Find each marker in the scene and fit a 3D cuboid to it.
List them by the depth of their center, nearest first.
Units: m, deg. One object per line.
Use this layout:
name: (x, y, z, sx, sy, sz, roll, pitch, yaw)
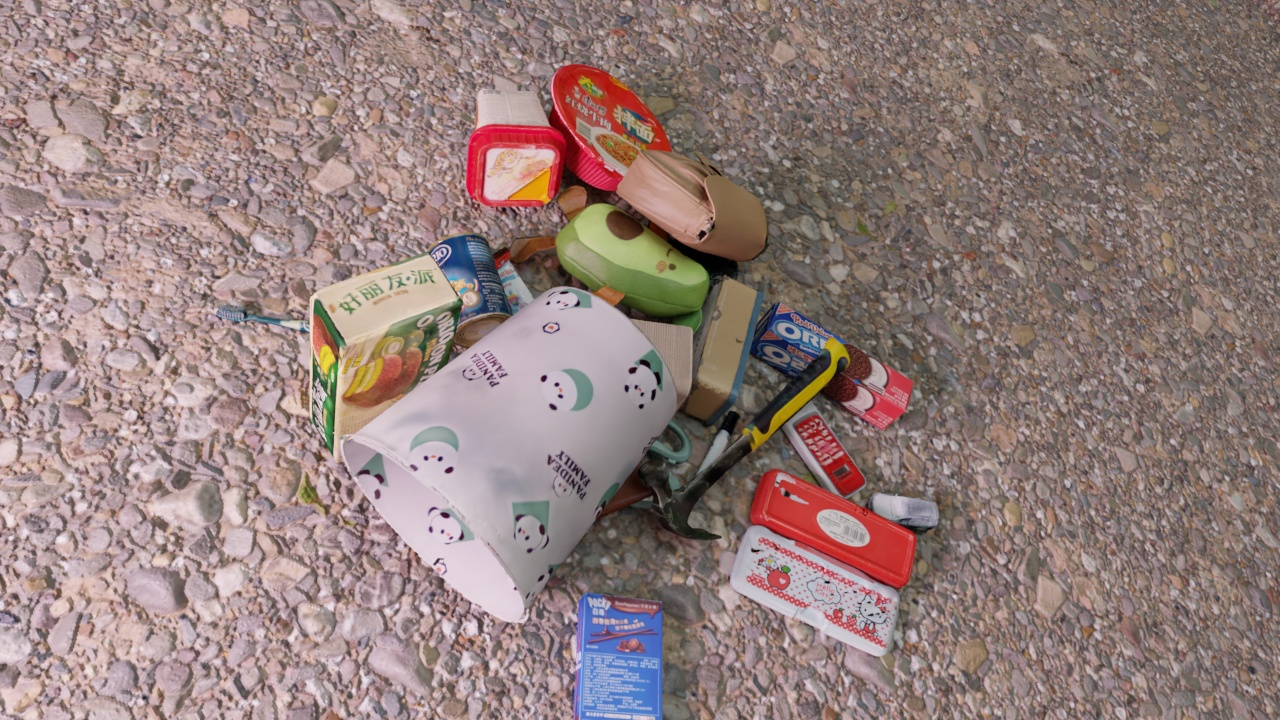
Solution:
marker: (0.085, 0.112, 1.069, 0.018, 0.023, 0.130, 26, 57, 8)

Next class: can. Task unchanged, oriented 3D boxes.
can: (-0.192, -0.078, 1.035, 0.075, 0.075, 0.111, -11, 67, -26)

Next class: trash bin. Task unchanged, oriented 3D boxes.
trash bin: (-0.111, 0.076, 0.872, 0.229, 0.230, 0.251, 42, 61, 5)

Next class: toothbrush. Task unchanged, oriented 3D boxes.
toothbrush: (-0.353, -0.037, 0.985, 0.191, 0.018, 0.016, 9, 59, -16)

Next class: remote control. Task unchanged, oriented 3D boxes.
remote control: (0.221, 0.108, 1.123, 0.055, 0.020, 0.136, -24, 73, -30)

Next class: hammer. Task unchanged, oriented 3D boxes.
hammer: (0.134, 0.082, 1.043, 0.322, 0.032, 0.126, -38, 120, -28)

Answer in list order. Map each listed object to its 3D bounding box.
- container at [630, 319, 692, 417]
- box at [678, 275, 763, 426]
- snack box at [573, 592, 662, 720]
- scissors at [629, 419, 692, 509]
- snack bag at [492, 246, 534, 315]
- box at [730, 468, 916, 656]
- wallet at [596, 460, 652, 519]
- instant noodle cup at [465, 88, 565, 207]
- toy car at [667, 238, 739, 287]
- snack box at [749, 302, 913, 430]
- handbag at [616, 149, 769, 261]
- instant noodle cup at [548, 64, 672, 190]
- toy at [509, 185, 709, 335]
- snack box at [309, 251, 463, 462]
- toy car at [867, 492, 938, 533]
container: (-0.006, 0.006, 1.053, 0.111, 0.090, 0.089, 11, 59, -12)
box: (0.092, -0.009, 1.099, 0.059, 0.090, 0.183, 22, 59, -9)
snack box: (-0.021, 0.314, 0.907, 0.084, 0.026, 0.156, 11, 59, -16)
scissors: (-0.025, 0.087, 1.035, 0.180, 0.019, 0.139, 28, 66, 4)
snack bag: (-0.150, -0.083, 1.081, 0.045, 0.026, 0.105, -33, 78, 2)
box: (0.210, 0.226, 1.041, 0.201, 0.038, 0.157, 25, 58, -5)
wallet: (-0.051, 0.108, 0.995, 0.101, 0.032, 0.124, -22, 72, -14)
instant noodle cup: (-0.160, -0.268, 1.138, 0.116, 0.117, 0.124, -2, 51, -16)
toy car: (0.076, -0.123, 1.190, 0.105, 0.031, 0.048, 19, 58, 2)
snack box: (0.241, 0.008, 1.166, 0.207, 0.058, 0.057, 31, 53, -2)
handbag: (0.072, -0.191, 1.115, 0.148, 0.100, 0.204, 40, 17, 26)
instant noodle cup: (-0.051, -0.291, 1.195, 0.193, 0.066, 0.193, 27, 43, -28)
toy: (-0.023, -0.125, 1.114, 0.247, 0.090, 0.226, 28, 47, 7)
snack box: (-0.246, 0.004, 0.868, 0.114, 0.241, 0.063, -26, 71, -30)
toy car: (0.319, 0.183, 1.111, 0.090, 0.034, 0.042, 10, 62, -15)
